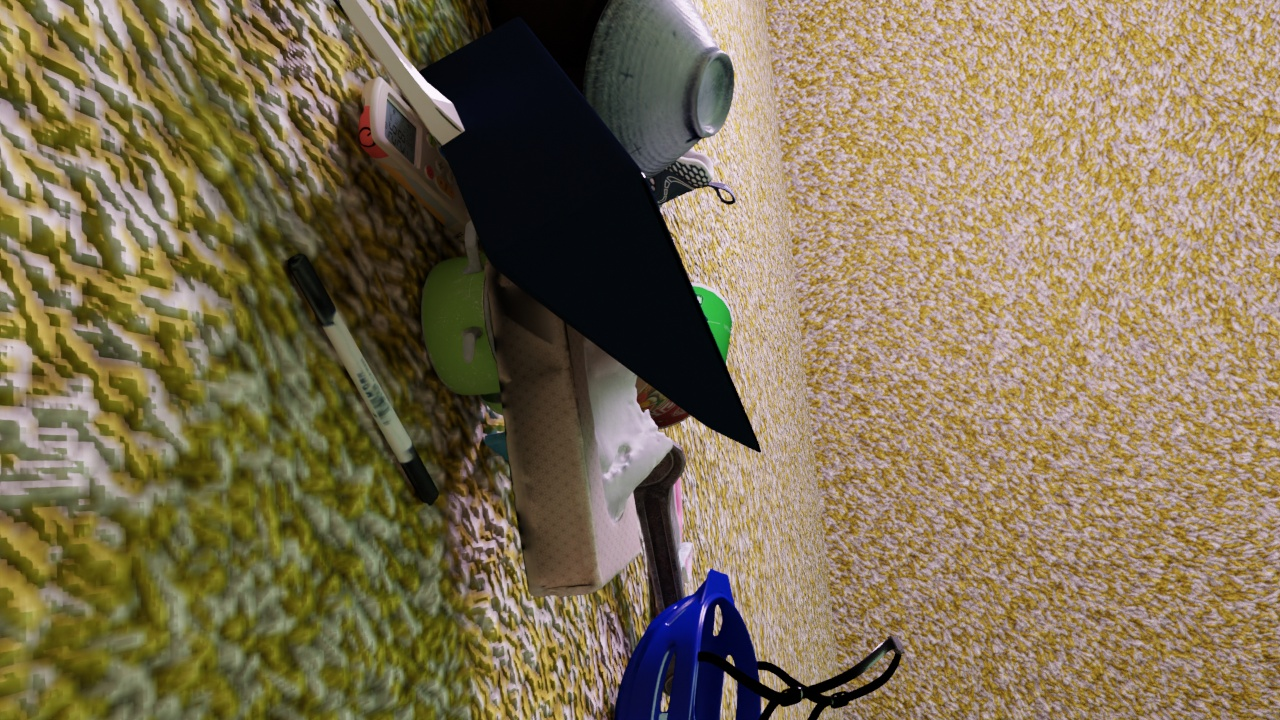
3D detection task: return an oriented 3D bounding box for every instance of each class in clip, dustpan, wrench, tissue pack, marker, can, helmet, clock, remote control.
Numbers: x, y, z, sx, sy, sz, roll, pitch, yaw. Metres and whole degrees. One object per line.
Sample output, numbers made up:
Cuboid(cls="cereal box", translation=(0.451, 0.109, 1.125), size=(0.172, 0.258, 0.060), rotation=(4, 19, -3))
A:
Cuboid(cls="clip", translation=(-0.064, 0.059, 0.620), size=(0.097, 0.026, 0.116), rotation=(-76, 154, -47))
Cuboid(cls="dustpan", translation=(-0.057, -0.093, 0.460), size=(0.273, 0.080, 0.236), rotation=(63, -1, -39))
Cuboid(cls="wrench", translation=(0.022, 0.186, 0.798), size=(0.010, 0.070, 0.273), rotation=(-59, 141, -64))
Cuboid(cls="tissue pack", translation=(-0.031, 0.031, 0.517), size=(0.103, 0.071, 0.181), rotation=(-2, 82, -74))
Cuboid(cls="marker", translation=(-0.127, 0.015, 0.434), size=(0.011, 0.011, 0.152), rotation=(-77, 155, -51))
Cuboid(cls="can", translation=(0.044, -0.013, 0.921), size=(0.139, 0.088, 0.088), rotation=(-73, 152, -56))
Cuboid(cls="helmet", translation=(0.088, 0.278, 0.690), size=(0.147, 0.228, 0.241), rotation=(36, 47, -56))
Cuboid(cls="clock", translation=(-0.087, -0.020, 0.536), size=(0.119, 0.043, 0.094), rotation=(44, 42, -65))
Cuboid(cls="remote control", translation=(-0.118, -0.107, 0.509), size=(0.125, 0.018, 0.038), rotation=(46, 39, -64))

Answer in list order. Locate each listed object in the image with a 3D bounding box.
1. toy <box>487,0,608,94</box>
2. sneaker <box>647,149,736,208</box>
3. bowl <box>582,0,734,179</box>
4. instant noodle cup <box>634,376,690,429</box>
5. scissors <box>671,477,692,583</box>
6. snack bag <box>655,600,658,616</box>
Cuboid(cls="toy", translation=(-0.053, -0.209, 0.642), size=(0.159, 0.140, 0.184), rotation=(-148, -125, -68))
Cuboid(cls="sneaker", translation=(0.004, -0.253, 0.800), size=(0.103, 0.132, 0.269), rotation=(-55, 134, -65))
Cuboid(cls="bowl", translation=(0.024, -0.175, 0.590), size=(0.136, 0.057, 0.137), rotation=(-41, 141, -46))
Cuboid(cls="instant noodle cup", translation=(-0.004, 0.004, 0.714), size=(0.112, 0.100, 0.100), rotation=(13, 71, -74))
Cuboid(cls="scissors", translation=(0.040, 0.187, 0.915), size=(0.177, 0.013, 0.170), rotation=(58, 28, -76))
Cuboid(cls="snack bag", translation=(0.020, 0.191, 0.883), size=(0.057, 0.013, 0.157), rotation=(51, 35, -73))
